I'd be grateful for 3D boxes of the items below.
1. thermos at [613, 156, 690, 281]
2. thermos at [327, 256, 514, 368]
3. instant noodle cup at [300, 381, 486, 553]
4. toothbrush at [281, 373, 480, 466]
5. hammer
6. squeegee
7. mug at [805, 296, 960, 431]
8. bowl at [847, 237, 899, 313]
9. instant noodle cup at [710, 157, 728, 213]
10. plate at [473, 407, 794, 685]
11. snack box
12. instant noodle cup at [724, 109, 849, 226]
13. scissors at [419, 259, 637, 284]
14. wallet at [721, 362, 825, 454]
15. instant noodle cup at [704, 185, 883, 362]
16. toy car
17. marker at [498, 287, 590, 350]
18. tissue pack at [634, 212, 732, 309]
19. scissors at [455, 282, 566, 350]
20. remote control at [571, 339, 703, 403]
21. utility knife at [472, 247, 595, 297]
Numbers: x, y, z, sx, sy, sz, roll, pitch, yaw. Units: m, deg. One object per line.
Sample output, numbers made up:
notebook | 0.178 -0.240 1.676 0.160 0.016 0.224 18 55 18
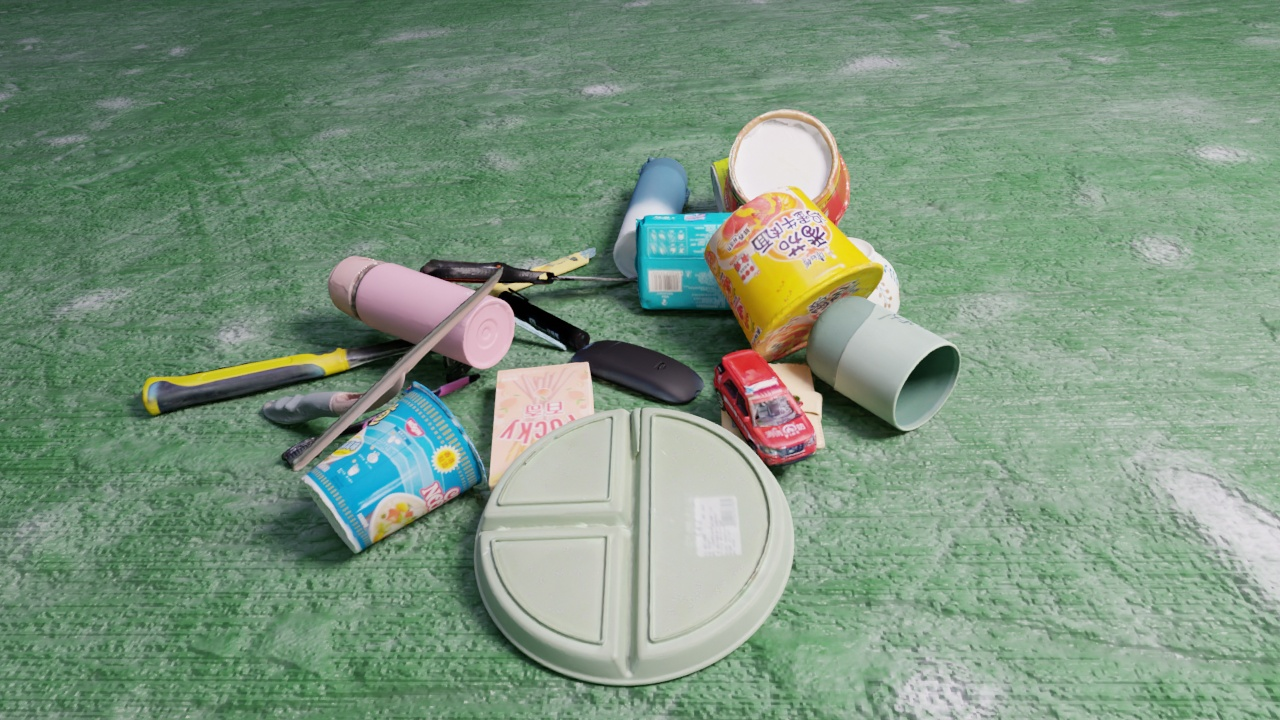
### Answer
thermos | 0.018 -0.171 1.065 0.070 0.070 0.219 2 35 9
thermos | -0.206 -0.050 0.867 0.199 0.067 0.087 18 8 33
instant noodle cup | -0.191 0.087 0.699 0.109 0.099 0.099 -36 45 -25
toothbrush | -0.226 0.051 0.819 0.188 0.014 0.018 -24 49 -27
hammer | -0.304 0.002 0.882 0.323 0.032 0.126 -13 34 -11
squeegee | -0.250 0.030 0.768 0.250 0.040 0.246 -14 28 42
mug | 0.211 0.000 0.786 0.111 0.082 0.106 8 21 -44
bowl | 0.204 -0.085 0.919 0.113 0.062 0.113 -3 33 2
instant noodle cup | 0.148 -0.203 1.067 0.123 0.112 0.111 -13 35 1
plate | -0.007 0.117 0.651 0.230 0.027 0.229 -4 45 4
snack box | -0.081 0.058 0.777 0.084 0.026 0.157 -6 34 -2
instant noodle cup | 0.150 -0.194 0.961 0.138 0.138 0.108 3 -5 12
scissors | -0.124 -0.090 0.960 0.190 0.021 0.228 4 4 45
wallet | 0.112 0.042 0.782 0.087 0.024 0.115 -5 34 7
instant noodle cup | 0.130 -0.082 0.827 0.137 0.138 0.109 -24 69 -26
toy car | 0.097 0.036 0.736 0.053 0.045 0.120 -17 40 -12
marker | -0.099 -0.043 0.931 0.132 0.020 0.022 29 84 40
tissue pack | 0.061 -0.101 0.930 0.133 0.093 0.050 1 20 8
scissors | -0.130 -0.043 0.904 0.133 0.017 0.056 29 10 8
remote control | -0.005 0.005 0.847 0.136 0.024 0.053 18 40 30
utility knife | -0.117 -0.094 1.018 0.166 0.018 0.031 -20 43 -28
